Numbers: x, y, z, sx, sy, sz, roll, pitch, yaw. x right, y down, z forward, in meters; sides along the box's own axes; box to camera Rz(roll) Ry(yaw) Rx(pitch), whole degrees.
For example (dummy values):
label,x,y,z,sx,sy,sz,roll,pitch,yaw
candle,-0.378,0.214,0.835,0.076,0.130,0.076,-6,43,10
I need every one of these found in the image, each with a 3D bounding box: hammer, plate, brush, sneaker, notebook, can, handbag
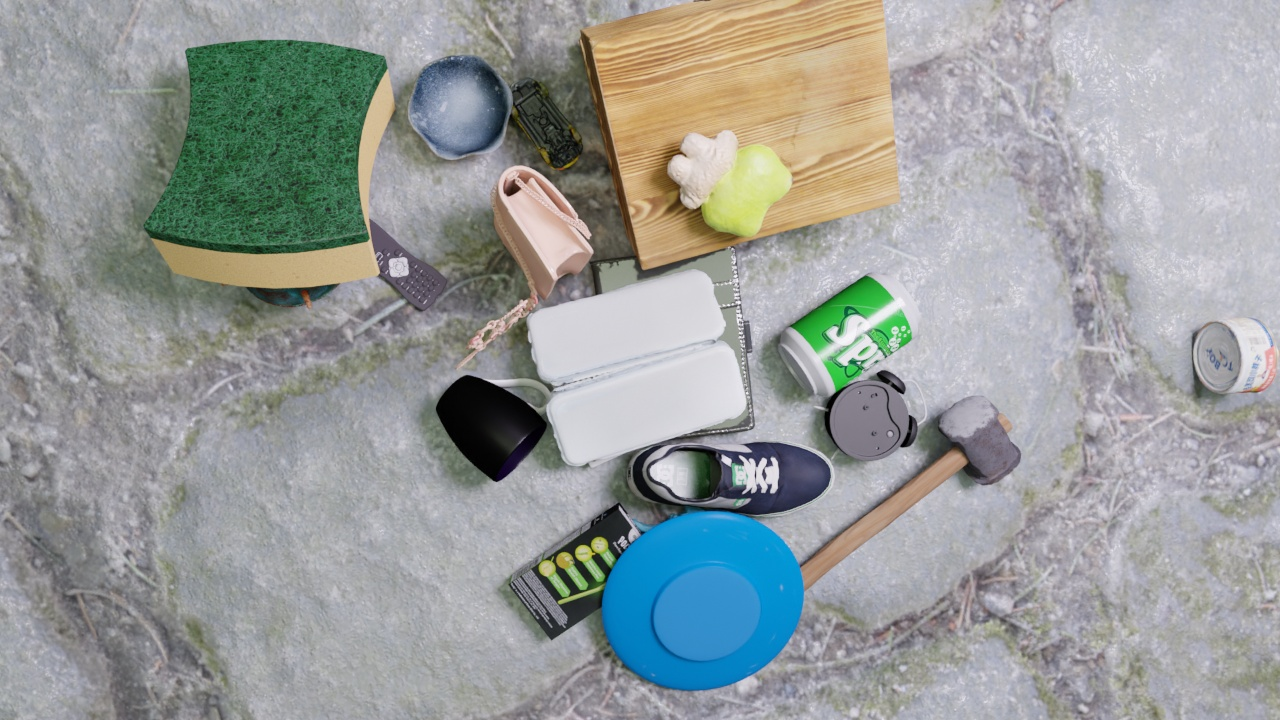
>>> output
label,x,y,z,sx,sy,sz,roll,pitch,yaw
hammer,0.276,0.168,1.021,0.328,0.052,0.098,-38,123,3
plate,0.071,0.270,0.995,0.224,0.024,0.224,-2,108,-6
brush,-0.354,-0.197,0.906,0.195,0.075,0.249,0,63,-6
sneaker,0.109,0.125,0.986,0.235,0.079,0.084,3,81,-15
notebook,0.039,-0.017,1.017,0.169,0.029,0.209,-7,95,-2
can,0.668,-0.005,1.032,0.043,0.086,0.086,-4,92,-2
can,0.227,-0.028,0.999,0.140,0.088,0.088,-34,93,-3
handbag,-0.148,-0.098,0.916,0.187,0.199,0.116,-40,94,-10

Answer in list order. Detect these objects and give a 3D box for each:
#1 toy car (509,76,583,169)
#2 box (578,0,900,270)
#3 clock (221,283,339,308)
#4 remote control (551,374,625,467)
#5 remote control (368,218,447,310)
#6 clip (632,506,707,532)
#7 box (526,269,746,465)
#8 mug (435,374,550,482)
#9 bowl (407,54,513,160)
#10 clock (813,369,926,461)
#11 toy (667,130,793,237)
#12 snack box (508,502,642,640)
label,x,y,z,sx,sy,sz,roll,pitch,yaw
toy car,-0.105,-0.258,0.999,0.049,0.030,0.107,-35,95,-1
box,0.098,-0.250,0.965,0.279,0.220,0.259,-15,115,-4
clock,-0.364,-0.134,0.962,0.121,0.073,0.157,15,70,0
remote control,-0.060,0.047,1.008,0.050,0.011,0.136,-26,88,14
remote control,-0.271,-0.107,1.001,0.124,0.009,0.046,38,89,-4
clip,0.037,0.173,1.023,0.119,0.033,0.121,-25,92,-6
box,-0.004,0.006,0.968,0.210,0.084,0.186,-14,93,-3
mug,-0.154,0.056,0.986,0.100,0.085,0.118,40,58,8
bowl,-0.190,-0.265,0.980,0.110,0.055,0.110,0,92,-5
clock,0.262,0.062,1.026,0.120,0.042,0.091,-20,93,-3
toy,0.080,-0.168,0.857,0.115,0.046,0.092,26,114,-21
snack box,-0.060,0.231,1.003,0.147,0.025,0.080,-35,98,6
